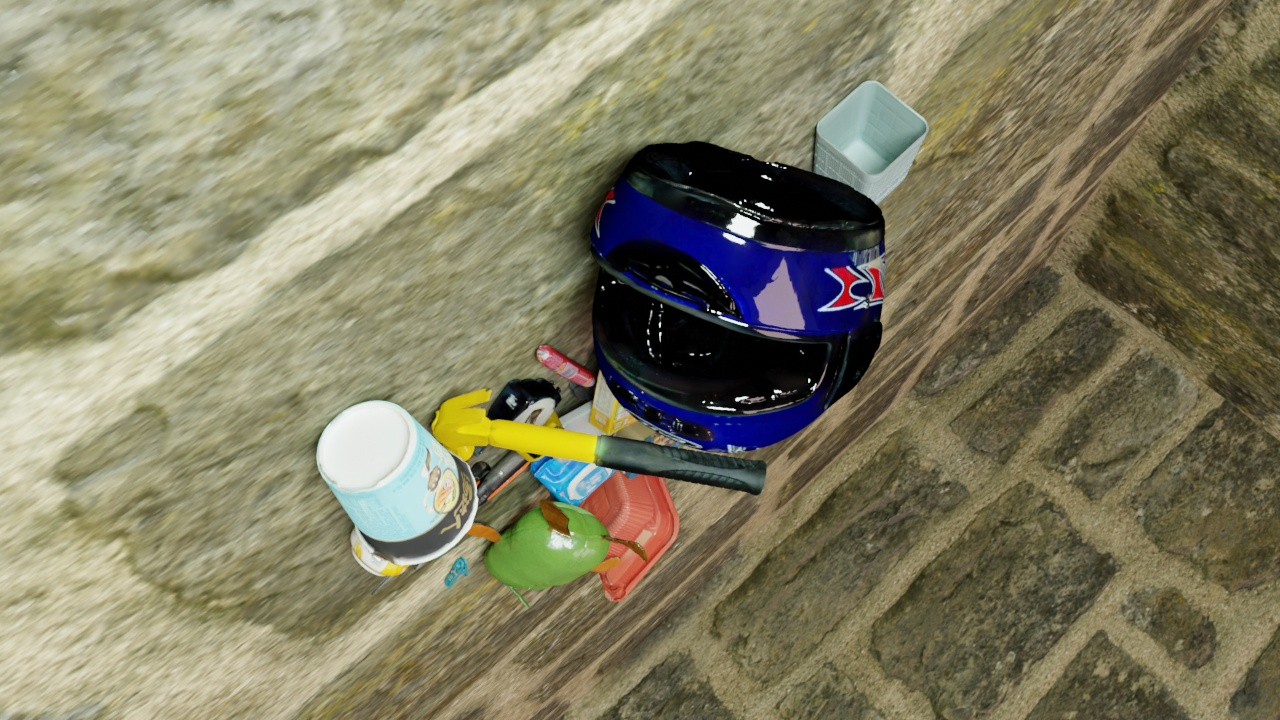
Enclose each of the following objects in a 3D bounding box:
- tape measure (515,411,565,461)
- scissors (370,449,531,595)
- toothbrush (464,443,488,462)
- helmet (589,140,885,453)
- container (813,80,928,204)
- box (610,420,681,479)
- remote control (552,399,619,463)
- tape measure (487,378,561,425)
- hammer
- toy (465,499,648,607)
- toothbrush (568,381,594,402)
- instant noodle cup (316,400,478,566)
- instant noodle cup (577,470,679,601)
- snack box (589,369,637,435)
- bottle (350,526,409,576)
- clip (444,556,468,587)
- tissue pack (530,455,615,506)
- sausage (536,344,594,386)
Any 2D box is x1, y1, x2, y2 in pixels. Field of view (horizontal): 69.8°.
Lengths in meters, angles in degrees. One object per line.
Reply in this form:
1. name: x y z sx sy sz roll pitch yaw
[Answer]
1. tape measure: -0.108 0.076 0.960 0.057 0.029 0.060 -45 -156 3
2. scissors: -0.193 0.158 0.968 0.220 0.021 0.235 -39 170 -37
3. toothbrush: -0.194 0.135 0.956 0.014 0.018 0.190 -30 158 -51
4. helmet: 0.071 -0.041 0.770 0.314 0.247 0.241 -27 137 -61
5. container: 0.247 -0.226 1.008 0.090 0.090 0.111 -42 163 -8
6. box: 0.036 0.081 1.241 0.183 0.061 0.090 -29 156 -34
7. remote control: -0.049 0.067 1.037 0.135 0.020 0.056 -29 135 -42
8. tape measure: -0.118 0.050 0.912 0.066 0.033 0.065 -53 157 21
9. hammer: -0.037 0.080 0.821 0.129 0.301 0.032 103 -4 -65
10. toy: -0.112 0.229 1.123 0.226 0.089 0.248 25 143 -29
11. toothbrush: -0.053 0.049 1.073 0.014 0.016 0.189 -54 163 -3
12. instant noodle cup: -0.200 0.094 0.741 0.111 0.111 0.120 -39 152 -15
13. instant noodle cup: -0.032 0.214 1.251 0.079 0.188 0.165 23 114 -30
14. snack box: -0.006 0.006 0.995 0.086 0.034 0.141 -24 133 -46
15. bottle: -0.220 0.149 0.859 0.108 0.063 0.063 -48 160 9
16. clip: -0.227 0.262 1.146 0.033 0.013 0.055 -31 156 -37
17. tissue pack: -0.077 0.129 1.120 0.095 0.052 0.157 -42 160 -9
18. sausage: -0.075 0.008 0.933 0.020 0.020 0.156 -46 160 2
